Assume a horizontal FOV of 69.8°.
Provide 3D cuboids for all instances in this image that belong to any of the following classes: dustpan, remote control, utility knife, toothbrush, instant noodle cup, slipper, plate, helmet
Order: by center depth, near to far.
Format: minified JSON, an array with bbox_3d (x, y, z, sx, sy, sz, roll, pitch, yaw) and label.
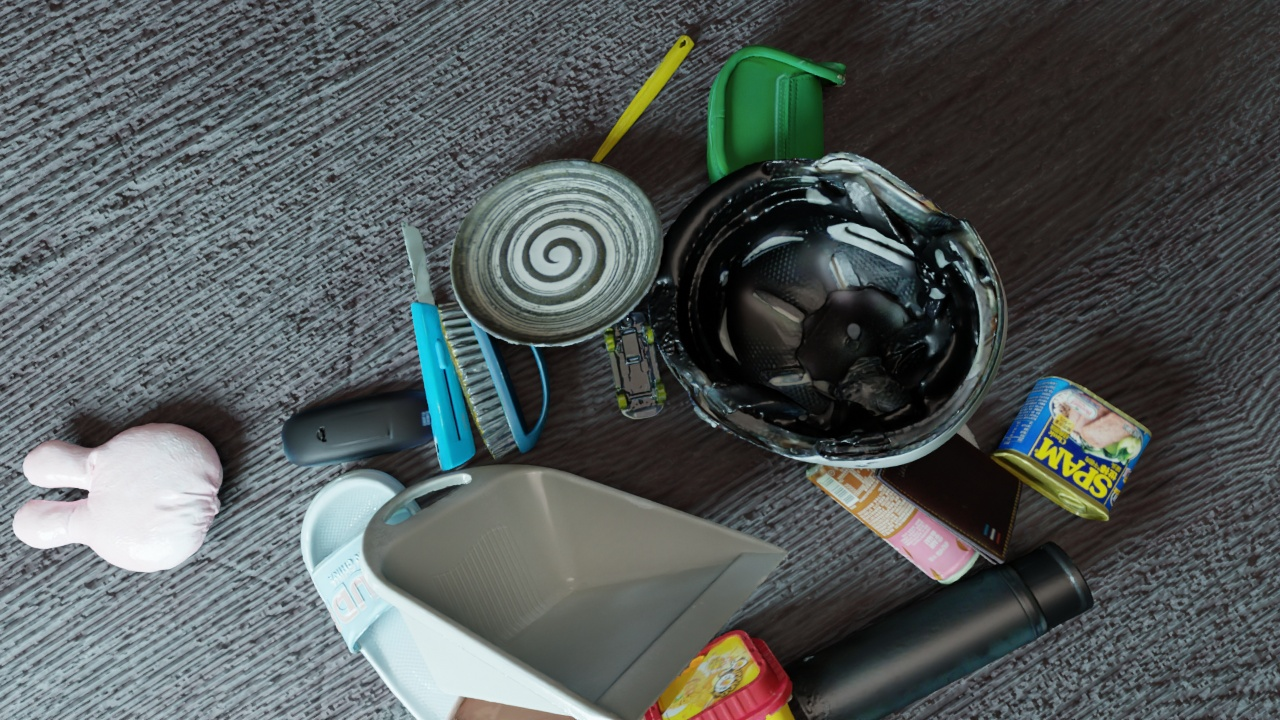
[{"bbox_3d":[-0.070,0.141,0.669,0.258,0.222,0.142,-17,98,38],"label":"dustpan"},{"bbox_3d":[-0.059,0.330,0.685,0.028,0.228,0.229,-39,87,38],"label":"plate"},{"bbox_3d":[0.154,-0.027,0.717,0.274,0.156,0.230,28,90,37],"label":"helmet"},{"bbox_3d":[0.078,0.301,0.727,0.116,0.116,0.123,-29,98,-4],"label":"instant noodle cup"},{"bbox_3d":[-0.192,0.205,0.740,0.104,0.074,0.245,-33,89,-3],"label":"slipper"},{"bbox_3d":[-0.068,-0.088,0.754,0.179,0.024,0.179,-4,66,9],"label":"plate"},{"bbox_3d":[-0.237,0.057,0.774,0.136,0.024,0.053,-12,87,-2],"label":"remote control"},{"bbox_3d":[-0.176,-0.015,0.781,0.034,0.018,0.216,-9,83,-41],"label":"utility knife"},{"bbox_3d":[-0.014,-0.210,0.805,0.015,0.016,0.190,37,85,4],"label":"toothbrush"}]

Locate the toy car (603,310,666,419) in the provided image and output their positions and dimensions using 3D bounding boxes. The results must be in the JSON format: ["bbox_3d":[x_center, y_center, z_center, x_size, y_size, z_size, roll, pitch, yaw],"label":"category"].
[{"bbox_3d":[-0.005,0.005,0.779,0.042,0.035,0.090,-11,86,-1],"label":"toy car"}]

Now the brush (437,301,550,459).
[{"bbox_3d":[-0.116,0.008,0.766,0.073,0.055,0.144,-20,86,-2],"label":"brush"}]

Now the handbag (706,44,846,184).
[{"bbox_3d":[0.116,-0.196,0.782,0.120,0.068,0.131,0,86,-3],"label":"handbag"}]

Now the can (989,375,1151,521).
[{"bbox_3d":[0.363,0.073,0.774,0.102,0.057,0.083,33,83,1],"label":"can"}]

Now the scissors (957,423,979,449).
[{"bbox_3d":[0.242,0.026,0.796,0.204,0.015,0.202,21,85,-1],"label":"scissors"}]

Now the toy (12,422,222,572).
[{"bbox_3d":[-0.424,0.109,0.750,0.159,0.054,0.121,5,78,-2],"label":"toy"}]

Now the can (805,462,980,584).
[{"bbox_3d":[0.211,0.119,0.765,0.147,0.058,0.058,39,85,1],"label":"can"}]

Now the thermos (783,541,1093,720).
[{"bbox_3d":[0.242,0.234,0.749,0.242,0.090,0.068,-26,52,2],"label":"thermos"}]

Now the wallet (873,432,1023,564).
[{"bbox_3d":[0.254,0.097,0.752,0.122,0.020,0.096,36,48,0],"label":"wallet"}]
